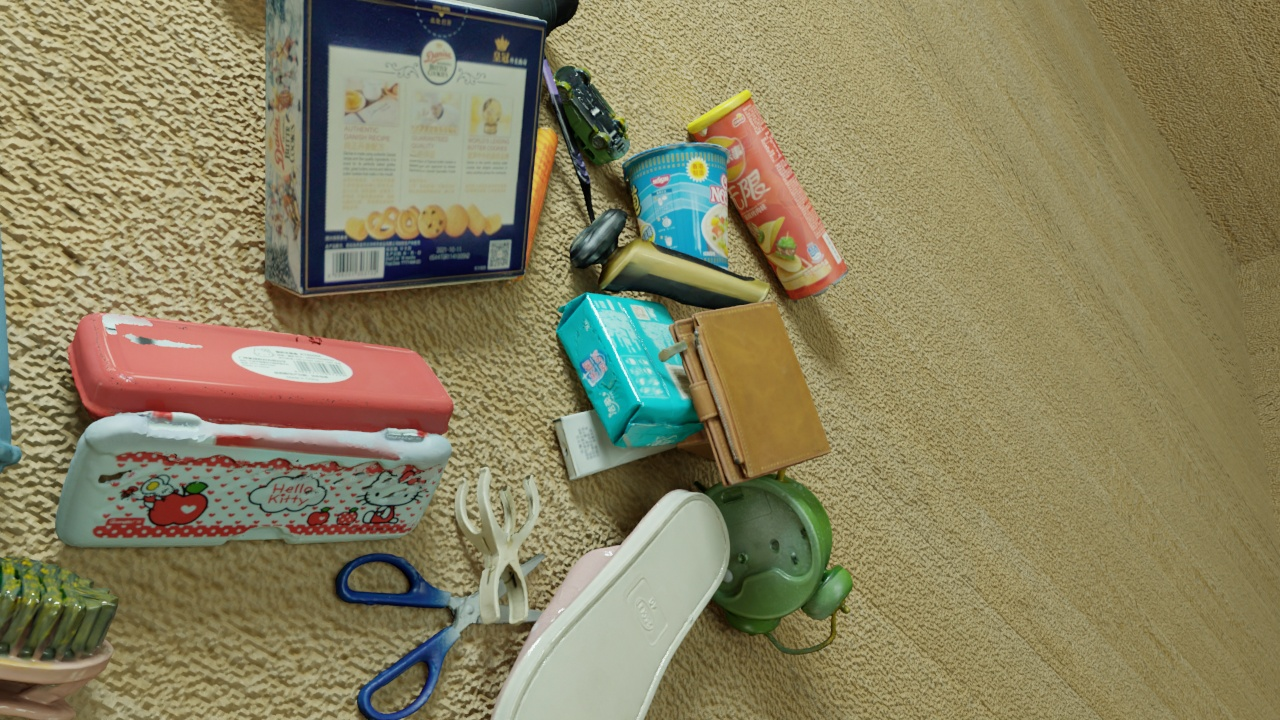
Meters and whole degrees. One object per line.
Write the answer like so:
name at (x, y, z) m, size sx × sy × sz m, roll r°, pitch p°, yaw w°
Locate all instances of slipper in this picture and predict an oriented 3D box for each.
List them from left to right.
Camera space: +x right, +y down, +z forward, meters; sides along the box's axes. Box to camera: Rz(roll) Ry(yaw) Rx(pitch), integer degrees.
slipper at (-0.022, 0.193, 0.641) m, size 0.273 × 0.055 × 0.114 m, roll -48°, pitch 116°, yaw -40°

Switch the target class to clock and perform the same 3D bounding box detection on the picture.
clock at (0.106, 0.163, 0.748) m, size 0.056 × 0.116 × 0.161 m, roll -12°, pitch 80°, yaw -58°

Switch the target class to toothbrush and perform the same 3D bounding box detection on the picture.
toothbrush at (-0.052, -0.170, 0.766) m, size 0.014 × 0.017 × 0.189 m, roll -34°, pitch 111°, yaw -46°

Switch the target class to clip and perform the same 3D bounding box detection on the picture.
clip at (-0.103, 0.116, 0.599) m, size 0.086 × 0.035 × 0.104 m, roll 37°, pitch 45°, yaw -31°

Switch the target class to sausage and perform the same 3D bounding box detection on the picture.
sausage at (-0.088, -0.127, 0.732) m, size 0.021 × 0.022 × 0.164 m, roll 32°, pitch 53°, yaw -34°

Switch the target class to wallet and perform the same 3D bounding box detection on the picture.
wallet at (0.081, 0.023, 0.698) m, size 0.118 × 0.035 × 0.130 m, roll -12°, pitch 78°, yaw -32°

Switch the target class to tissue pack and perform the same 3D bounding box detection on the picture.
tissue pack at (-0.004, 0.004, 0.722) m, size 0.093 × 0.050 × 0.133 m, roll 4°, pitch 49°, yaw -43°

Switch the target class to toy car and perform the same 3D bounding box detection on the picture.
toy car at (-0.047, -0.213, 0.800) m, size 0.091 × 0.036 × 0.043 m, roll 54°, pitch 45°, yaw -17°

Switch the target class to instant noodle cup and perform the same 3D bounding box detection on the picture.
instant noodle cup at (0.037, -0.124, 0.817) m, size 0.099 × 0.099 × 0.110 m, roll -1°, pitch 83°, yaw -46°

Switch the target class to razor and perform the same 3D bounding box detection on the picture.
razor at (0.025, -0.076, 0.751) m, size 0.167 × 0.068 × 0.062 m, roll 16°, pitch 15°, yaw -7°

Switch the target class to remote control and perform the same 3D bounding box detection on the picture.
remote control at (-0.016, 0.058, 0.730) m, size 0.124 × 0.024 × 0.049 m, roll -12°, pitch 82°, yaw -47°

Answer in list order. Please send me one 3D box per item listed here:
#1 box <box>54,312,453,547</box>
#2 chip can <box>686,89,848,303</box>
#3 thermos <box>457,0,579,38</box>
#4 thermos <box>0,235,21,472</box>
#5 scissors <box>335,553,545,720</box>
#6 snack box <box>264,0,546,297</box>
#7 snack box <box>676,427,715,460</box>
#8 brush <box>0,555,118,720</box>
box at (-0.213, 0.043, 0.520) m, size 0.200 × 0.100 × 0.095 m, roll 9°, pitch 27°, yaw -43°
chip can at (0.133, -0.167, 0.942) m, size 0.216 × 0.073 × 0.073 m, roll 56°, pitch 43°, yaw -13°
thermos at (-0.140, -0.258, 0.709) m, size 0.090 × 0.069 × 0.241 m, roll 33°, pitch 44°, yaw 3°
thermos at (-0.329, -0.047, 0.417) m, size 0.070 × 0.070 × 0.220 m, roll 1°, pitch 73°, yaw -46°
scissors at (-0.123, 0.159, 0.586) m, size 0.163 × 0.012 × 0.161 m, roll 50°, pitch 43°, yaw -20°
snack box at (-0.147, -0.140, 0.594) m, size 0.177 × 0.046 × 0.183 m, roll -11°, pitch 114°, yaw -47°
snack box at (0.080, 0.031, 0.785) m, size 0.092 × 0.077 × 0.094 m, roll 26°, pitch 55°, yaw -58°
brush at (-0.301, 0.114, 0.387) m, size 0.145 × 0.063 × 0.073 m, roll 29°, pitch 84°, yaw -38°
